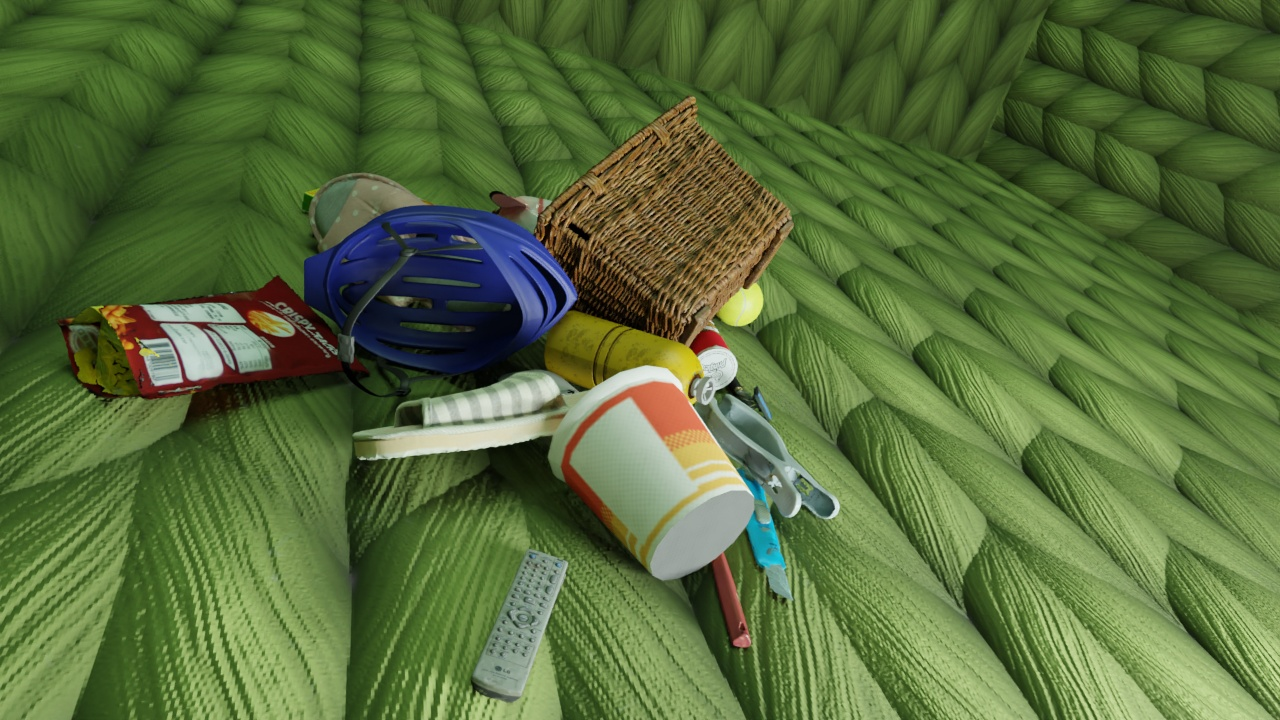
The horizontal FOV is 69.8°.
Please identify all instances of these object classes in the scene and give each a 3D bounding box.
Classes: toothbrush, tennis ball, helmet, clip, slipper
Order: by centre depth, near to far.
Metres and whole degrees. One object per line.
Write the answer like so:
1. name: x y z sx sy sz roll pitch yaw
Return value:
1. toothbrush: 0.062 0.151 0.724 0.016 0.016 0.189 13 25 -13
2. slipper: -0.094 0.037 0.737 0.272 0.054 0.115 -8 -3 -34
3. helmet: -0.175 -0.047 0.800 0.241 0.148 0.227 6 23 -7
4. clip: 0.124 0.088 0.863 0.114 0.028 0.163 10 30 -44
5. slipper: -0.243 -0.114 0.951 0.274 0.114 0.054 30 3 17
6. tennis ball: 0.124 -0.077 1.172 0.065 0.065 0.065 15 25 -8

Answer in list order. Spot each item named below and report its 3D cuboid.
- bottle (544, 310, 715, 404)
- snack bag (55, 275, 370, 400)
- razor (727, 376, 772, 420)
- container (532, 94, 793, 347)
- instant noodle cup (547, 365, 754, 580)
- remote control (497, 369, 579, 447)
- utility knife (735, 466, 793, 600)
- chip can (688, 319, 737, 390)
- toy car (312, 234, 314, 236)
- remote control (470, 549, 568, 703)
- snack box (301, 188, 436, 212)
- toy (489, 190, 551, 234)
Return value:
1. bottle: -0.005 0.005 0.872 0.164 0.071 0.070 18 22 29
2. snack bag: -0.337 -0.020 0.746 0.139 0.067 0.207 35 27 20
3. razor: 0.102 0.021 1.017 0.022 0.043 0.144 -32 33 -4
4. container: 0.024 -0.118 0.965 0.183 0.163 0.249 41 59 8
5. instant noodle cup: 0.013 0.091 0.704 0.123 0.124 0.121 -5 42 -41
6. remote control: -0.067 0.052 0.833 0.074 0.019 0.151 -9 37 -45
7. utility knife: 0.104 0.140 0.780 0.031 0.015 0.185 11 27 -10
8. chip can: 0.058 -0.042 1.072 0.051 0.052 0.214 10 26 -18
9. toy car: -0.327 -0.164 1.039 0.092 0.037 0.040 -13 25 10
10. remote control: -0.076 0.168 0.597 0.033 0.013 0.136 19 25 0
11. snack box: -0.304 -0.178 1.128 0.168 0.027 0.131 22 25 8
12. toy: -0.089 -0.142 1.123 0.213 0.084 0.142 20 -9 -9
